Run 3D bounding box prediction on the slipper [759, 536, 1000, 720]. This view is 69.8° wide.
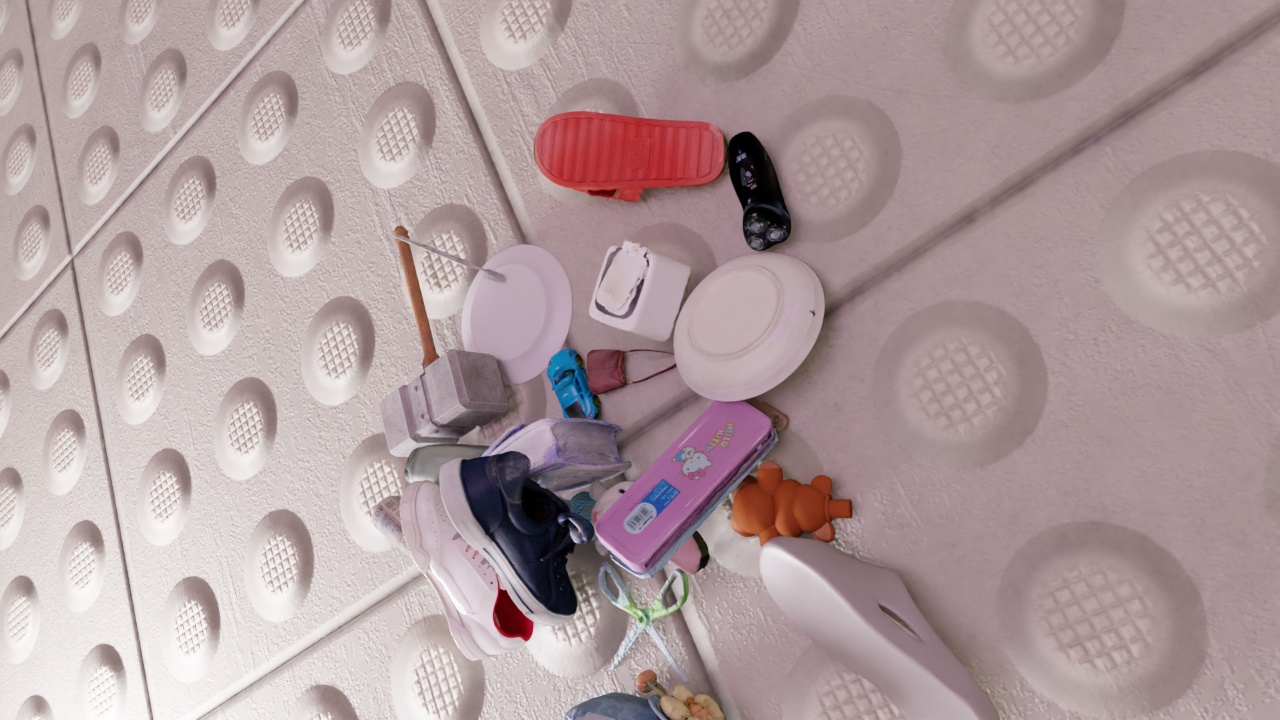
[{"bbox_3d":[0.233,0.250,0.865,0.266,0.080,0.113,36,146,36],"label":"slipper"}]

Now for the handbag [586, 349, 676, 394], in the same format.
[{"bbox_3d":[-0.006,0.006,1.090,0.120,0.029,0.055,-9,79,26],"label":"handbag"}]

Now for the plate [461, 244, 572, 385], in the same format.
[{"bbox_3d":[-0.171,-0.063,1.209,0.189,0.016,0.188,-6,79,32],"label":"plate"}]

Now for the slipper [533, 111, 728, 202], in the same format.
[{"bbox_3d":[-0.011,-0.246,1.114,0.249,0.059,0.103,8,87,18],"label":"slipper"}]

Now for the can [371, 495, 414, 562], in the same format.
[{"bbox_3d":[-0.299,0.233,1.220,0.136,0.054,0.054,29,98,32],"label":"can"}]

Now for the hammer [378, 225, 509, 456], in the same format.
[{"bbox_3d":[-0.292,-0.046,1.234,0.163,0.082,0.317,-32,66,32],"label":"hammer"}]

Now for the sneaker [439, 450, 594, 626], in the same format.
[{"bbox_3d":[-0.099,0.193,0.990,0.127,0.295,0.120,-19,46,3],"label":"sneaker"}]

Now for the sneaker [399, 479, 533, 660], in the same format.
[{"bbox_3d":[-0.194,0.242,1.096,0.104,0.090,0.236,-18,99,21],"label":"sneaker"}]

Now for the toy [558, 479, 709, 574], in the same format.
[{"bbox_3d":[-0.033,0.169,1.031,0.206,0.105,0.131,-4,77,31],"label":"toy"}]

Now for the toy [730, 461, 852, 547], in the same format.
[{"bbox_3d":[0.154,0.151,0.947,0.128,0.065,0.095,-4,86,23],"label":"toy"}]

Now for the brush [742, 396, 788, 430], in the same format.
[{"bbox_3d":[0.104,0.032,1.019,0.151,0.012,0.039,39,103,31],"label":"brush"}]

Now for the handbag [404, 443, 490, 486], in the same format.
[{"bbox_3d":[-0.216,0.140,1.153,0.122,0.106,0.067,1,85,33],"label":"handbag"}]

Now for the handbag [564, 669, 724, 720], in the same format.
[{"bbox_3d":[0.011,0.388,0.959,0.192,0.121,0.118,1,83,38],"label":"handbag"}]

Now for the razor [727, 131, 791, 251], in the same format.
[{"bbox_3d":[0.125,-0.190,1.012,0.053,0.063,0.140,-24,71,26],"label":"razor"}]

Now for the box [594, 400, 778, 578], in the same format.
[{"bbox_3d":[0.052,0.130,0.947,0.213,0.065,0.078,-44,42,-18],"label":"box"}]

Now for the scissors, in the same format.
[{"bbox_3d":[0.005,0.288,1.023,0.172,0.021,0.172,48,119,29],"label":"scissors"}]

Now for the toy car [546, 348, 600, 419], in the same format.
[{"bbox_3d":[-0.087,0.033,1.131,0.048,0.032,0.105,-34,64,24],"label":"toy car"}]

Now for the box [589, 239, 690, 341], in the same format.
[{"bbox_3d":[-0.015,-0.086,1.054,0.107,0.091,0.102,22,96,51],"label":"box"}]

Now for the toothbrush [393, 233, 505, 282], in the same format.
[{"bbox_3d":[-0.237,-0.126,1.142,0.010,0.181,0.010,-26,63,30],"label":"toothbrush"}]

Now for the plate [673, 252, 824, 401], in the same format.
[{"bbox_3d":[0.106,-0.045,0.983,0.183,0.034,0.182,-21,51,28],"label":"plate"}]

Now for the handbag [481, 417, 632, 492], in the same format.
[{"bbox_3d":[-0.102,0.111,1.052,0.127,0.158,0.069,-25,72,27],"label":"handbag"}]
